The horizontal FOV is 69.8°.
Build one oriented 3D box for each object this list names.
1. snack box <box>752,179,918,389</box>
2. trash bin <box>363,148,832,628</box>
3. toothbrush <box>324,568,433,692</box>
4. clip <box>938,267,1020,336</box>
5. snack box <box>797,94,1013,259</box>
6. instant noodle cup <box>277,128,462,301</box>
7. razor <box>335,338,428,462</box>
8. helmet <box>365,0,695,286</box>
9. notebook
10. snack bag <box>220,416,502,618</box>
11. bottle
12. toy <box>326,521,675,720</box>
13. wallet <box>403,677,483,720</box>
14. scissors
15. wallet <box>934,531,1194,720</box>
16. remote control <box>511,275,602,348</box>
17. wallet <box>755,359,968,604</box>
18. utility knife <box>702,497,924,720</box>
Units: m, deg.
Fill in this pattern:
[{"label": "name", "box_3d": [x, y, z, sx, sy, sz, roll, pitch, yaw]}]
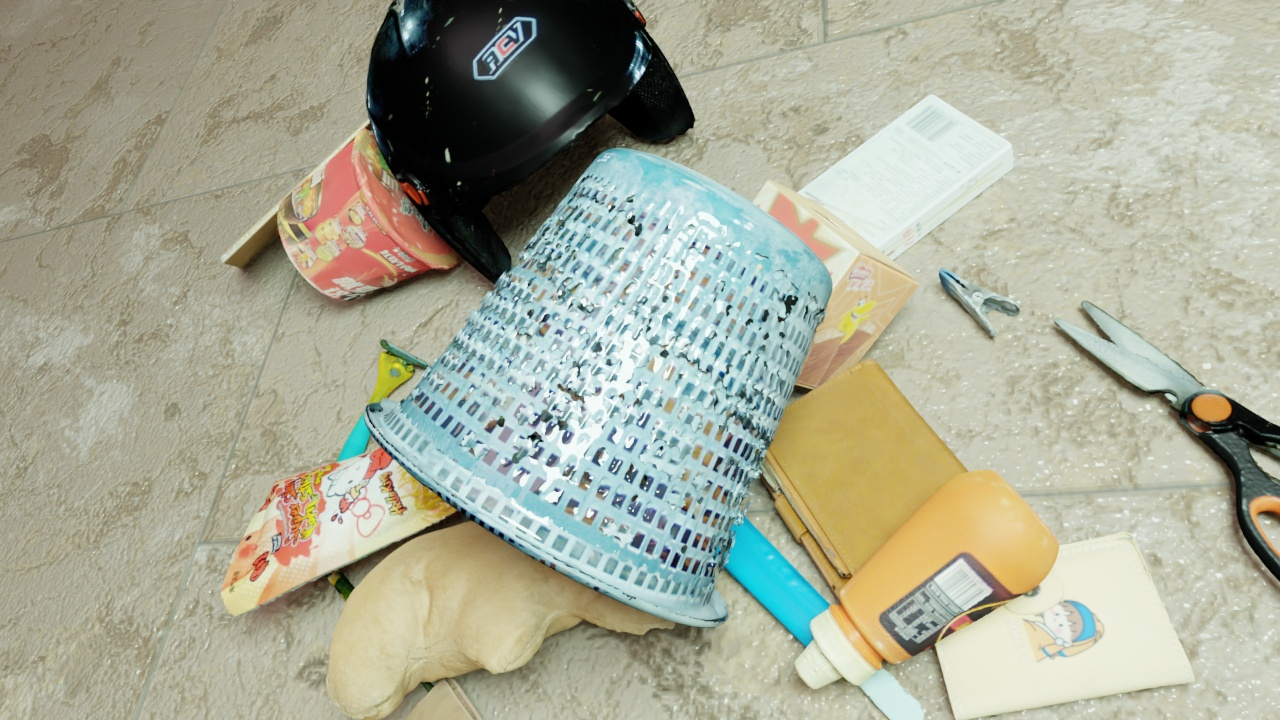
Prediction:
[{"label": "snack box", "box_3d": [0.105, -0.047, 0.599, 0.094, 0.077, 0.092, -56, 48, 19]}, {"label": "trash bin", "box_3d": [-0.003, 0.003, 0.508, 0.227, 0.226, 0.195, 30, 89, 37]}, {"label": "toothbrush", "box_3d": [-0.178, 0.196, 0.637, 0.186, 0.012, 0.017, 33, 88, 37]}, {"label": "clip", "box_3d": [0.216, -0.039, 0.598, 0.026, 0.024, 0.056, -45, 57, -4]}, {"label": "snack box", "box_3d": [0.180, -0.122, 0.666, 0.157, 0.027, 0.084, -37, 51, -1]}, {"label": "instant noodle cup", "box_3d": [-0.238, -0.120, 0.804, 0.109, 0.138, 0.137, -25, 51, 20]}, {"label": "razor", "box_3d": [-0.219, 0.049, 0.742, 0.028, 0.043, 0.132, -8, 56, 53]}, {"label": "helmet", "box_3d": [-0.103, -0.209, 0.730, 0.233, 0.230, 0.275, -43, 13, -6]}, {"label": "notebook", "box_3d": [-0.322, -0.166, 0.892, 0.207, 0.008, 0.148, -47, 15, -9]}, {"label": "snack bag", "box_3d": [-0.191, 0.097, 0.656, 0.208, 0.073, 0.128, -21, 33, 4]}, {"label": "bottle", "box_3d": [0.142, 0.122, 0.481, 0.149, 0.066, 0.066, -41, 50, 10]}, {"label": "toy", "box_3d": [-0.085, 0.147, 0.570, 0.226, 0.082, 0.143, -18, 30, 9]}, {"label": "wallet", "box_3d": [-0.129, 0.268, 0.553, 0.115, 0.020, 0.101, -50, 53, -2]}, {"label": "scissors", "box_3d": [0.333, 0.033, 0.499, 0.161, 0.022, 0.233, -14, 50, 9]}, {"label": "wallet", "box_3d": [0.212, 0.136, 0.484, 0.115, 0.024, 0.087, -18, 50, 17]}, {"label": "remote control", "box_3d": [-0.054, -0.037, 0.723, 0.125, 0.024, 0.049, 12, 65, 30]}, {"label": "wallet", "box_3d": [0.134, 0.071, 0.558, 0.108, 0.031, 0.131, -31, 51, -1]}, {"label": "utility knife", "box_3d": [0.089, 0.141, 0.541, 0.034, 0.018, 0.203, -45, 52, -3]}]
